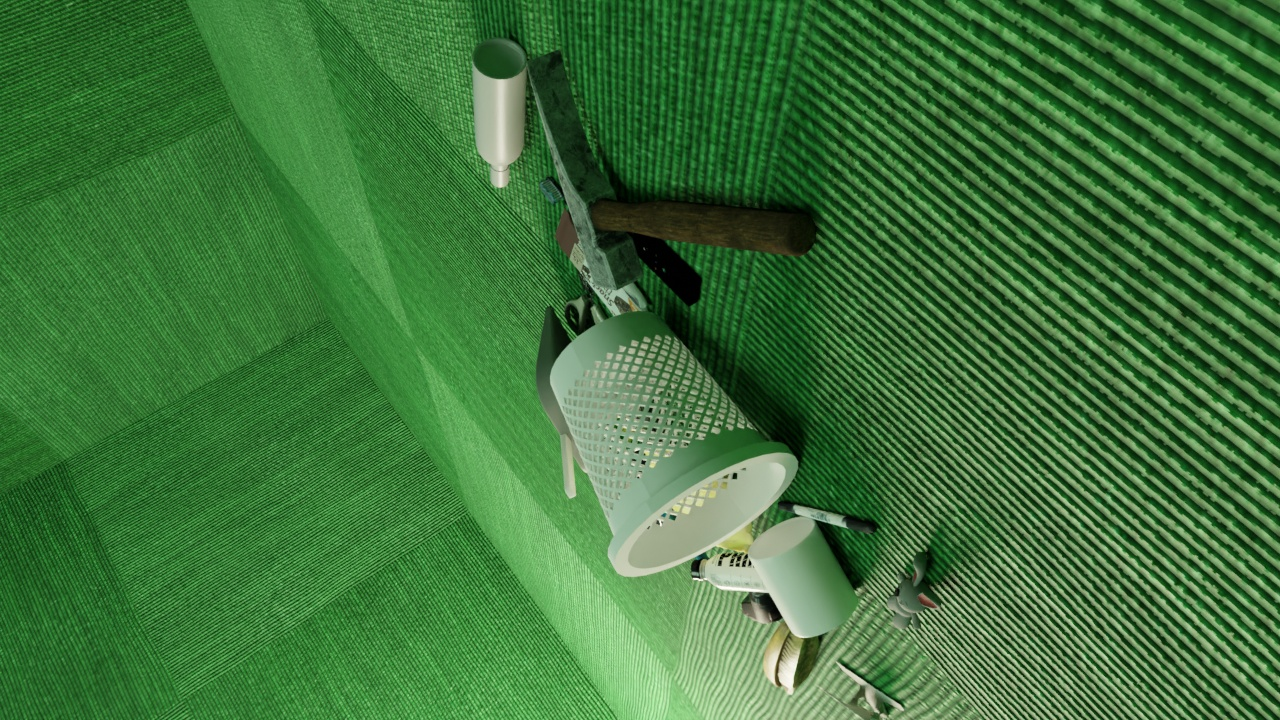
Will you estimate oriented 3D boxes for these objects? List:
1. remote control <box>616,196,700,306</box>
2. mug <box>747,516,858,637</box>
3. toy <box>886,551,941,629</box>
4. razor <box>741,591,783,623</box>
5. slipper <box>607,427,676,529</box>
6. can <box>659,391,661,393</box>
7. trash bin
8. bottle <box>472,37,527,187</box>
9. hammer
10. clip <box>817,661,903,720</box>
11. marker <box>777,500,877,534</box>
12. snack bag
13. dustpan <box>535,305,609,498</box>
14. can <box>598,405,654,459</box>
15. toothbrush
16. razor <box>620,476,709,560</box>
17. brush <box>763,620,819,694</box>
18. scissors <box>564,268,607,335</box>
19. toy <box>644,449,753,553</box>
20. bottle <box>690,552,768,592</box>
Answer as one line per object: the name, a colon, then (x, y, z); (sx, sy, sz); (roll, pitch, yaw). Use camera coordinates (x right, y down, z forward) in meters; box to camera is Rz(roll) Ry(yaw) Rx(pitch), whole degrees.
remote control: (0.004, -0.110, 0.868); (0.150, 0.013, 0.034); (47, 157, 25)
mug: (0.159, 0.208, 0.915); (0.090, 0.074, 0.110); (60, -175, -8)
toy: (0.232, 0.200, 0.780); (0.112, 0.030, 0.049); (91, 170, -59)
razor: (0.141, 0.274, 1.073); (0.067, 0.054, 0.152); (61, 167, 14)
slipper: (-0.009, 0.162, 1.194); (0.110, 0.083, 0.269); (46, 157, 32)
can: (-0.006, 0.006, 1.023); (0.079, 0.038, 0.038); (58, 160, -1)
trash bin: (0.015, 0.070, 0.890); (0.199, 0.195, 0.196); (58, 162, 27)
bottle: (-0.147, -0.246, 0.956); (0.052, 0.052, 0.196); (52, 159, 15)
hammer: (0.019, -0.148, 0.740); (0.301, 0.037, 0.218); (18, 132, 54)
clip: (0.245, 0.375, 1.004); (0.102, 0.057, 0.052); (22, 115, 59)
marker: (0.173, 0.147, 0.864); (0.011, 0.011, 0.152); (62, 160, -11)
snack bag: (-0.043, -0.091, 0.994); (0.158, 0.013, 0.057); (53, 151, 13)
dustpan: (-0.080, 0.068, 1.090); (0.257, 0.033, 0.163); (-102, -13, -56)
can: (-0.034, 0.051, 1.058); (0.121, 0.067, 0.067); (66, 160, 2)
toothbrush: (-0.049, -0.122, 0.966); (0.189, 0.017, 0.016); (53, 158, 14)
razor: (0.037, 0.191, 1.081); (0.144, 0.042, 0.022); (47, 121, 5)
brush: (0.177, 0.345, 1.073); (0.043, 0.059, 0.196); (35, 153, 27)
scissors: (-0.057, -0.062, 1.075); (0.166, 0.012, 0.158); (57, 153, -3)
toy: (0.068, 0.160, 1.036); (0.155, 0.064, 0.171); (36, 160, 24)
bottle: (0.111, 0.231, 1.003); (0.116, 0.041, 0.041); (-4, 123, 28)
